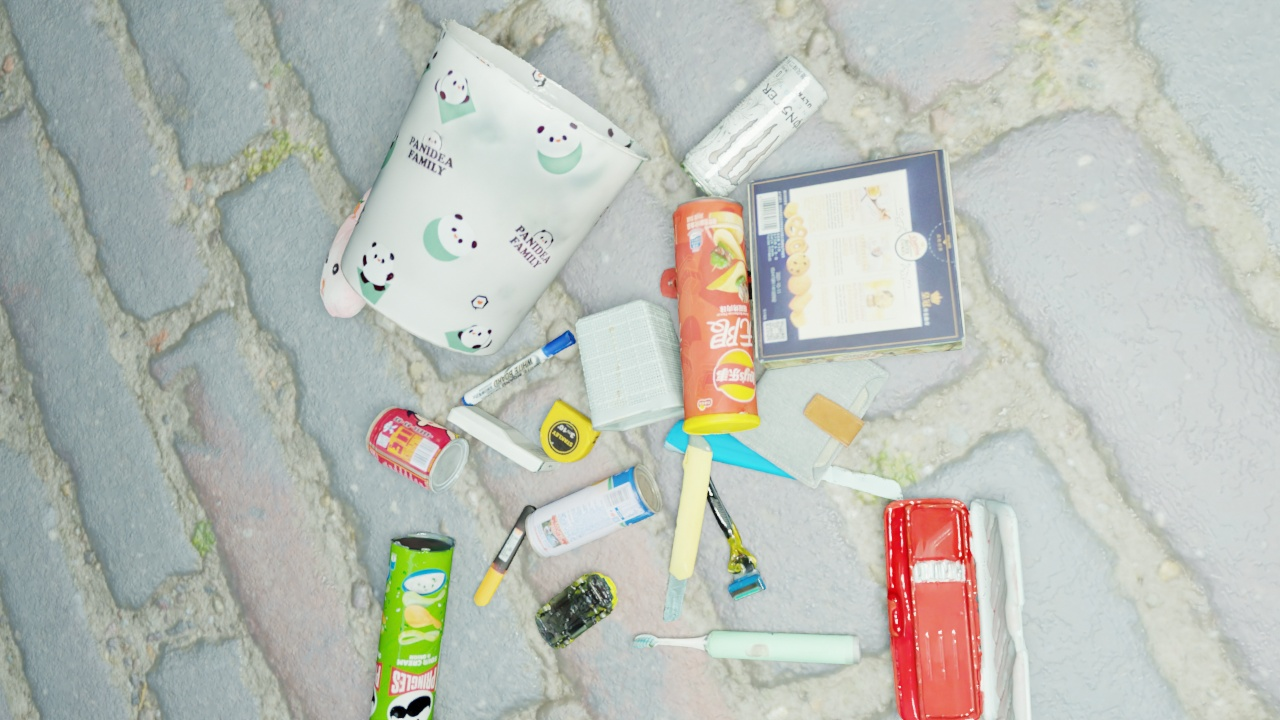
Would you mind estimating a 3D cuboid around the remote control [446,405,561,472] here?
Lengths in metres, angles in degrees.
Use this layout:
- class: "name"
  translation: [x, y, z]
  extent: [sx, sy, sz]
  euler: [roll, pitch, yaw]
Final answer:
- class: "remote control"
  translation: [-0.145, 0.083, 0.972]
  extent: [0.125, 0.049, 0.024]
  euler: [29, 95, 18]

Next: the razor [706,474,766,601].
- class: "razor"
  translation: [0.082, 0.162, 0.902]
  extent: [0.043, 0.022, 0.142]
  euler: [-35, 71, 38]

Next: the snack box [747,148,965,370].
- class: "snack box"
  translation: [0.194, -0.089, 0.838]
  extent: [0.183, 0.045, 0.177]
  euler: [-6, 75, 20]

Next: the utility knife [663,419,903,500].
- class: "utility knife"
  translation: [0.135, 0.098, 0.884]
  extent: [0.234, 0.018, 0.034]
  euler: [13, 79, 20]

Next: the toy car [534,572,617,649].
- class: "toy car"
  translation: [-0.065, 0.257, 0.948]
  extent: [0.105, 0.032, 0.048]
  euler: [-42, 76, 26]

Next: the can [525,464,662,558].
- class: "can"
  translation: [-0.049, 0.154, 0.932]
  extent: [0.135, 0.053, 0.053]
  euler: [-26, 80, 18]

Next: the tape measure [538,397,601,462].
- class: "tape measure"
  translation: [-0.074, 0.078, 0.956]
  extent: [0.060, 0.029, 0.057]
  euler: [33, 99, 18]

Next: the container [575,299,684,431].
- class: "container"
  translation: [-0.005, 0.005, 0.904]
  extent: [0.090, 0.090, 0.111]
  euler: [-16, 80, 18]

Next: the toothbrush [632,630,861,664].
- class: "toothbrush"
  translation: [0.099, 0.276, 0.889]
  extent: [0.225, 0.027, 0.026]
  euler: [-4, 93, 20]

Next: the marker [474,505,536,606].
- class: "marker"
  translation: [-0.144, 0.210, 0.987]
  extent: [0.018, 0.015, 0.124]
  euler: [31, 96, 17]

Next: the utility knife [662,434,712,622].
- class: "utility knife"
  translation: [0.044, 0.169, 0.907]
  extent: [0.031, 0.021, 0.201]
  euler: [14, 97, 28]

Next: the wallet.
- class: "wallet"
  translation: [0.158, 0.041, 0.862]
  extent: [0.106, 0.037, 0.129]
  euler: [34, 91, 20]

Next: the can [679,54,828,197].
- class: "can"
  translation: [0.108, -0.221, 0.882]
  extent: [0.147, 0.058, 0.058]
  euler: [-42, 76, 14]

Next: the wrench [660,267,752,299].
- class: "wrench"
  translation: [0.149, -0.066, 0.886]
  extent: [0.274, 0.016, 0.056]
  euler: [8, 87, 20]

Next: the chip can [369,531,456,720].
- class: "chip can"
  translation: [-0.249, 0.309, 0.993]
  extent: [0.072, 0.072, 0.236]
  euler: [8, 91, 20]

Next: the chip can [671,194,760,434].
- class: "chip can"
  translation: [0.070, -0.041, 0.859]
  extent: [0.073, 0.073, 0.216]
  euler: [-6, 77, 20]

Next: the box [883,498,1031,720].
- class: "box"
  translation: [0.272, 0.221, 0.788]
  extent: [0.110, 0.100, 0.201]
  euler: [-3, 87, 8]

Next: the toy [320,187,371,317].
- class: "toy"
  translation: [-0.312, -0.123, 1.019]
  extent: [0.121, 0.054, 0.159]
  euler: [34, 100, 56]

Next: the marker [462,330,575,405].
- class: "marker"
  translation: [-0.132, 0.010, 0.986]
  extent: [0.146, 0.017, 0.017]
  euler: [-30, 79, 17]

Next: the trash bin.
- class: "trash bin"
  translation: [-0.152, -0.158, 0.898]
  extent: [0.229, 0.229, 0.252]
  euler: [40, 107, 16]

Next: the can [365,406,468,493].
- class: "can"
  translation: [-0.243, 0.095, 0.997]
  extent: [0.094, 0.066, 0.066]
  euler: [24, 97, 19]
